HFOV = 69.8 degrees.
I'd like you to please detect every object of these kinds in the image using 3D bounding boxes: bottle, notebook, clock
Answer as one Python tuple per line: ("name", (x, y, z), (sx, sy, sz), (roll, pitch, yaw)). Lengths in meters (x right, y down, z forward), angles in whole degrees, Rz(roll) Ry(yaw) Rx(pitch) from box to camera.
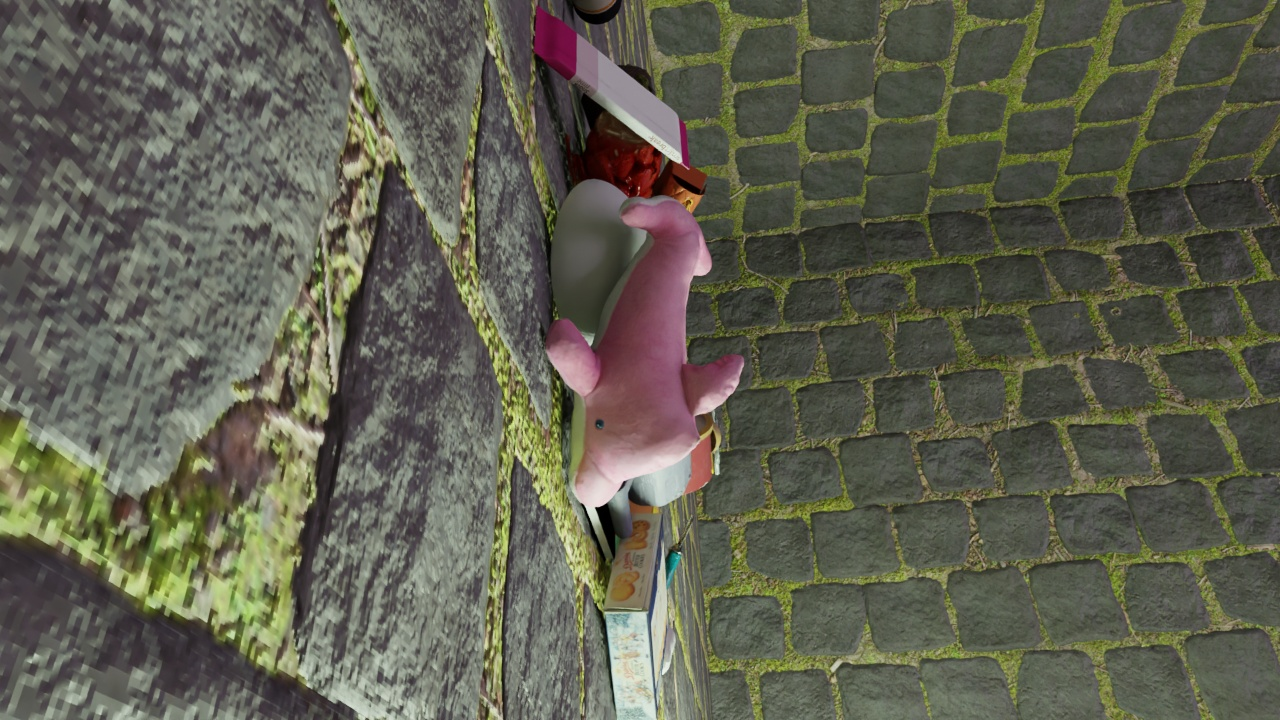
("bottle", (0.017, 0.336, 1.084), (0.136, 0.044, 0.044), (33, 51, -83))
("bottle", (-0.028, -0.192, 0.929), (0.111, 0.099, 0.098), (113, -22, -57))
("bottle", (-0.060, -0.437, 1.009), (0.181, 0.059, 0.059), (42, 42, -82))
("notebook", (-0.042, 0.071, 0.892), (0.149, 0.016, 0.206), (78, 8, -56))
("clock", (0.031, 0.102, 1.045), (0.158, 0.117, 0.081), (-41, 131, -59))

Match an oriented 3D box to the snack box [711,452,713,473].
("snack box", (0.061, 0.096, 1.228), (0.230, 0.062, 0.110), (61, 24, -79))

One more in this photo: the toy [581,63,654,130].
("toy", (-0.020, -0.261, 1.045), (0.180, 0.078, 0.152), (134, -47, -62))

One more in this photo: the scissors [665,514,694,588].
("scissors", (0.028, 0.263, 1.119), (0.154, 0.019, 0.125), (-62, 177, -39))

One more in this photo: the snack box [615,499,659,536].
("snack box", (0.000, 0.211, 1.049), (0.125, 0.040, 0.088), (-78, 162, -73))

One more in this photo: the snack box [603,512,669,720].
("snack box", (0.000, 0.249, 0.902), (0.144, 0.043, 0.145), (-76, 163, -61))

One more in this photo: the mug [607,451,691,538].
("mug", (0.001, 0.099, 0.877), (0.104, 0.084, 0.123), (84, 27, -54))

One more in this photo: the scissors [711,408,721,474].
("scissors", (0.098, 0.088, 1.213), (0.175, 0.014, 0.141), (83, 2, -45))

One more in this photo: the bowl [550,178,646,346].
("bowl", (-0.024, -0.086, 0.815), (0.149, 0.043, 0.149), (-16, 108, -63))

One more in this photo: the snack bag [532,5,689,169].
("snack bag", (-0.023, -0.252, 0.862), (0.196, 0.016, 0.070), (29, 45, -36))

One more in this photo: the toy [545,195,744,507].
("toy", (0.018, -0.002, 0.754), (0.186, 0.128, 0.265), (28, 75, -59))

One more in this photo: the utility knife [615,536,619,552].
("utility knife", (-0.024, 0.144, 0.969), (0.022, 0.015, 0.165), (21, 66, -80))

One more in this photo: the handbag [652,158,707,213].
("handbag", (0.014, -0.120, 0.984), (0.172, 0.060, 0.108), (-57, -171, 24))
